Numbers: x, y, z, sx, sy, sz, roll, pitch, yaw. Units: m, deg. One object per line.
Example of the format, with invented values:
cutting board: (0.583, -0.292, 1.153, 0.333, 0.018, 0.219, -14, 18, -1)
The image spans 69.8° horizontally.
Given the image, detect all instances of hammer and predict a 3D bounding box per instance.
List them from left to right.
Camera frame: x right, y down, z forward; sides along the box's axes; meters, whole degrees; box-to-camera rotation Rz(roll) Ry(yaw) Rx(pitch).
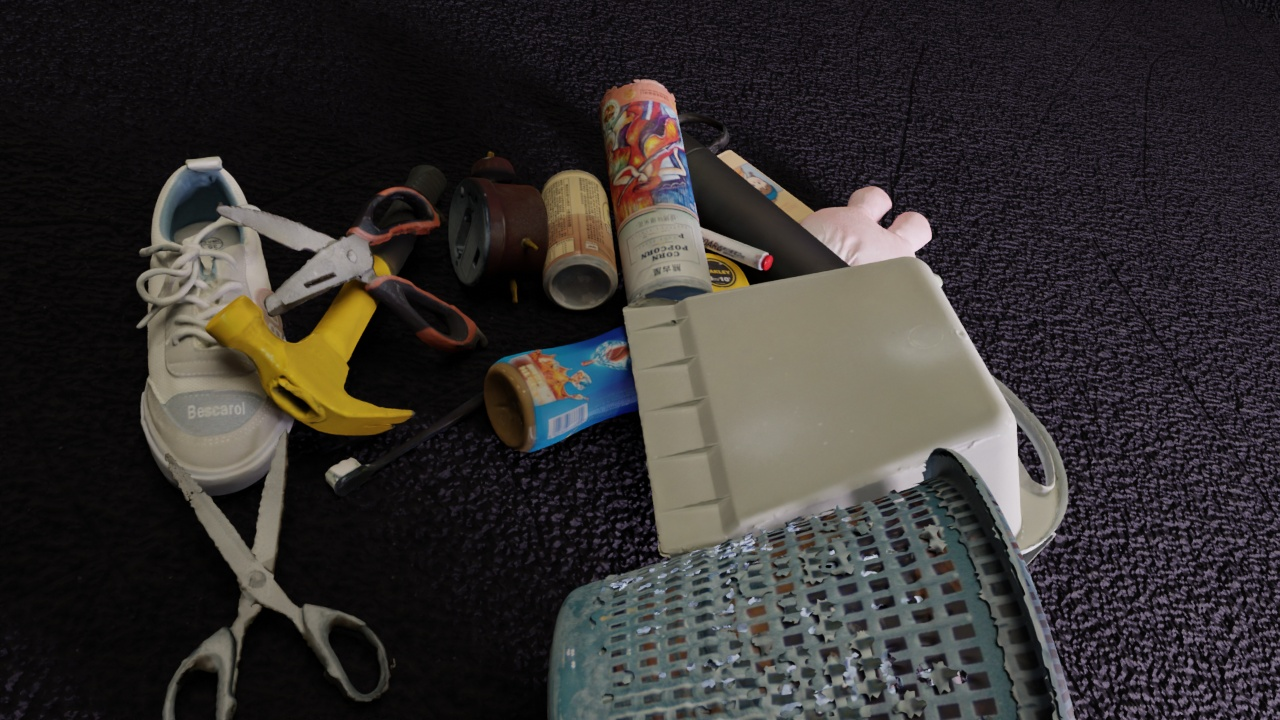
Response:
hammer: (-0.185, -0.061, 0.641, 0.129, 0.033, 0.300, 51, 25, -27)

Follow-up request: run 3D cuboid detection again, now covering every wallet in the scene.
wallet: (0.106, -0.159, 0.893, 0.115, 0.024, 0.087, 42, 42, 18)

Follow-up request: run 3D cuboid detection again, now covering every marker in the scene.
marker: (0.050, -0.108, 0.791, 0.145, 0.017, 0.017, 27, 41, 31)

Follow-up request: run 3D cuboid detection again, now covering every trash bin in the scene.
trash bin: (0.068, 0.165, 0.421, 0.195, 0.227, 0.226, -9, 46, 6)

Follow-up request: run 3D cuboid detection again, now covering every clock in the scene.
clock: (-0.114, -0.107, 0.710, 0.055, 0.082, 0.122, -3, 50, -30)

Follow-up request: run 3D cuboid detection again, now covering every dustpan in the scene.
dustpan: (0.141, 0.046, 0.600, 0.258, 0.143, 0.222, -16, 42, 7)

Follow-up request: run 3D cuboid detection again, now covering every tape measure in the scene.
tape measure: (0.061, -0.063, 0.774, 0.060, 0.029, 0.057, 1, 48, -21)

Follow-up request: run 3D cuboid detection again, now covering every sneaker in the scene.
sneaker: (-0.264, -0.034, 0.572, 0.089, 0.091, 0.242, -4, 50, -24)

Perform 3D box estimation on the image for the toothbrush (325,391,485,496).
toothbrush: (-0.130, 0.038, 0.610, 0.018, 0.016, 0.180, 35, 45, 25)

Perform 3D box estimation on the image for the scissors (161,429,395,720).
scissors: (-0.197, 0.120, 0.481, 0.159, 0.014, 0.180, 25, 54, -10)

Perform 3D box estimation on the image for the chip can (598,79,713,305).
chip can: (0.011, -0.129, 0.753, 0.071, 0.071, 0.214, 3, 59, -20)

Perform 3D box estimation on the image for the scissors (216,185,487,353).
scissors: (-0.176, -0.066, 0.604, 0.227, 0.015, 0.188, 40, 31, -43)

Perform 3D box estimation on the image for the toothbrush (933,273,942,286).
toothbrush: (0.283, -0.009, 0.820, 0.029, 0.020, 0.189, -14, 49, 7)

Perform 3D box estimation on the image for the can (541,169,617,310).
can: (-0.051, -0.098, 0.742, 0.058, 0.059, 0.116, 7, 46, -16)

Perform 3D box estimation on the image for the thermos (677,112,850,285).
thermos: (0.094, -0.132, 0.814, 0.242, 0.090, 0.068, 47, 7, 23)

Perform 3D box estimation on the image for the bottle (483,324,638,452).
bottle: (-0.004, 0.004, 0.657, 0.218, 0.065, 0.065, -19, 57, -35)

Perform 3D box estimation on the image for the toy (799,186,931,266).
toy: (0.214, -0.109, 0.861, 0.121, 0.054, 0.159, 38, 49, 13)

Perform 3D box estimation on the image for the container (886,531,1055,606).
container: (0.192, 0.109, 0.619, 0.090, 0.090, 0.114, -14, 52, -33)
